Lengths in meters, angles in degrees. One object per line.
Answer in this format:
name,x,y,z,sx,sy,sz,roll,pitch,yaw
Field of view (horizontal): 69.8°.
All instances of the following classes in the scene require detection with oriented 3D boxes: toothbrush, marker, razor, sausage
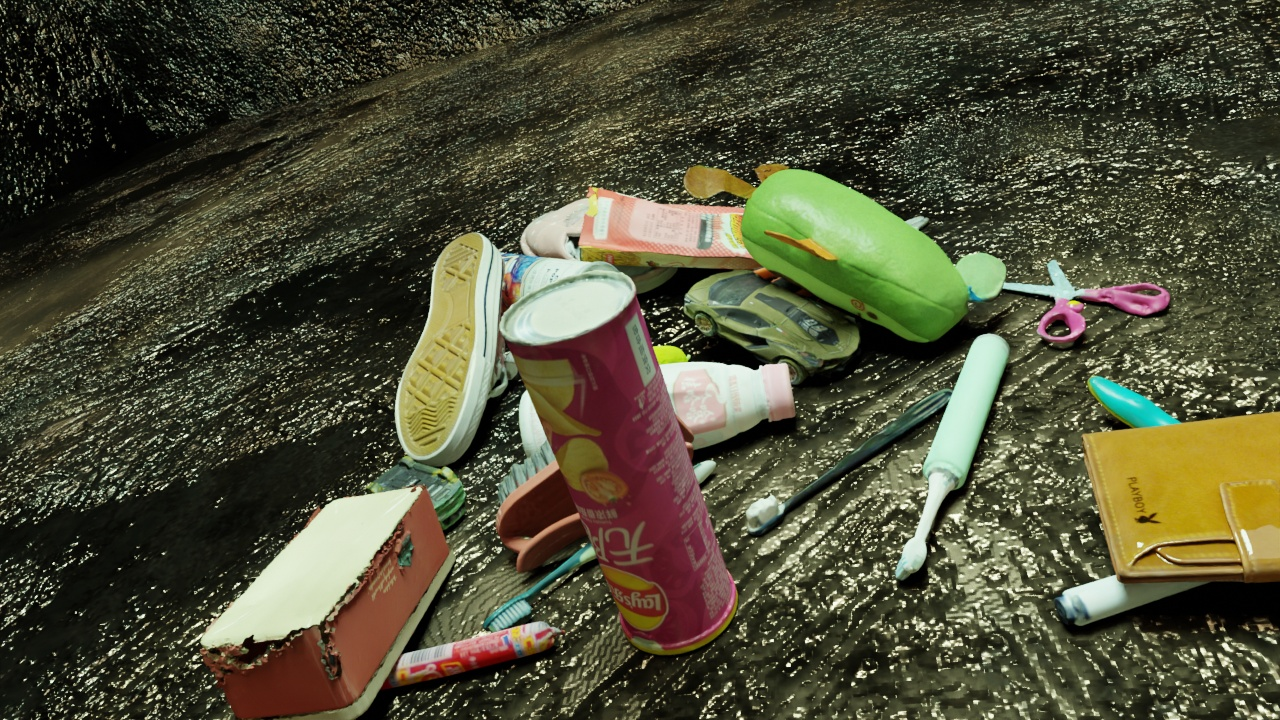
toothbrush,0.141,0.062,0.605,0.180,0.018,0.016,-29,27,-20
toothbrush,0.198,0.053,0.575,0.026,0.027,0.223,30,46,10
toothbrush,-0.020,0.120,0.600,0.191,0.016,0.018,-32,47,-23
marker,0.269,0.105,0.451,0.131,0.018,0.022,-19,38,0
razor,0.314,0.041,0.520,0.043,0.028,0.132,-38,39,-14
sausage,-0.119,0.180,0.550,0.156,0.020,0.020,-15,29,8

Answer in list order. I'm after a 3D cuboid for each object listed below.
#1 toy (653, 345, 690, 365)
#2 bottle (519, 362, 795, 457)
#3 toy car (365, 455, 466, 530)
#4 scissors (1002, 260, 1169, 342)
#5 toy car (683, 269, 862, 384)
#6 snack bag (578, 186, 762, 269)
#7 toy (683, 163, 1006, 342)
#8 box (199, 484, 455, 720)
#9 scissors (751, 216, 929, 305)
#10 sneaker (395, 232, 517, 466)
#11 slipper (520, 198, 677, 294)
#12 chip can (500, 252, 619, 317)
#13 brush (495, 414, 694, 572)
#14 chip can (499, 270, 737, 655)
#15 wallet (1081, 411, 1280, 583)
toy,-0.004,0.004,0.736,0.100,0.031,0.097,-3,-1,-16
bottle,0.013,0.038,0.675,0.197,0.068,0.068,-9,30,9
toy car,-0.170,0.102,0.697,0.091,0.036,0.043,12,42,41
scissors,0.329,-0.050,0.687,0.125,0.017,0.133,-10,26,20
toy car,0.102,-0.033,0.737,0.158,0.042,0.070,28,52,33
snack bag,0.046,-0.128,0.907,0.208,0.073,0.128,4,32,0
toy,0.155,-0.092,0.728,0.247,0.090,0.226,38,25,30
box,-0.191,0.140,0.571,0.091,0.079,0.168,-12,19,13
scissors,0.187,-0.078,0.824,0.235,0.022,0.136,-14,37,-6
sneaker,-0.149,-0.004,0.821,0.118,0.088,0.240,-19,48,25
slipper,-0.055,-0.136,1.019,0.114,0.054,0.274,-29,32,-19
chip can,-0.112,-0.072,0.925,0.215,0.071,0.071,12,41,45
brush,-0.034,0.080,0.609,0.146,0.063,0.069,-36,46,7
chip can,-0.007,0.059,0.493,0.071,0.211,0.071,-15,29,8
wallet,0.295,0.071,0.446,0.131,0.035,0.118,-9,31,20
